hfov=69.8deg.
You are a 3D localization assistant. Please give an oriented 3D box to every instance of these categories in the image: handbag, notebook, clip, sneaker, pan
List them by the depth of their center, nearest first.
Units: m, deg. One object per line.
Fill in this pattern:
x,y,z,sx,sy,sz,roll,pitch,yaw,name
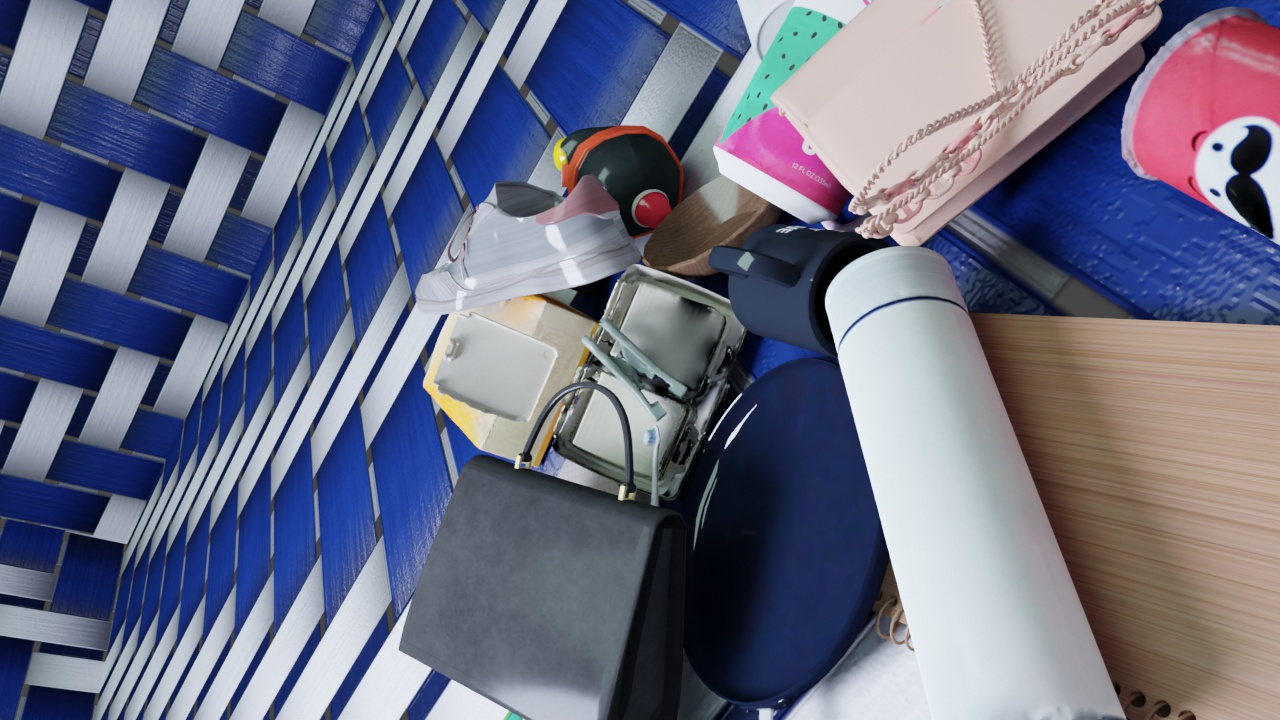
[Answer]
0.192,0.065,0.388,0.211,0.022,0.169,9,79,58,notebook
0.146,-0.158,0.409,0.199,0.187,0.116,-40,74,14,handbag
0.069,0.163,0.489,0.199,0.021,0.355,-38,38,52,pan
-0.051,0.110,0.572,0.176,0.072,0.195,10,89,38,handbag
-0.005,0.005,0.602,0.047,0.076,0.023,-45,-4,-4,clip
-0.104,-0.096,0.733,0.237,0.099,0.089,-7,102,39,sneaker

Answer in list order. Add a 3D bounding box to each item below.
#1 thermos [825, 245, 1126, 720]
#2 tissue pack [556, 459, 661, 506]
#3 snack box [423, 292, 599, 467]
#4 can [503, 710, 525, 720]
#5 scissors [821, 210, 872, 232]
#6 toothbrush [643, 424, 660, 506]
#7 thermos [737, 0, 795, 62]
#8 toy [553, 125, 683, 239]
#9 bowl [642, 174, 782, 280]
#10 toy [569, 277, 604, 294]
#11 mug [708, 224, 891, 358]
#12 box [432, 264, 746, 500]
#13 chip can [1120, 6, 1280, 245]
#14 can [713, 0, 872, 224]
0.134,0.051,0.401,0.068,0.068,0.229,-42,40,37,thermos
-0.059,0.154,0.683,0.181,0.071,0.104,-61,31,6,tissue pack
-0.135,-0.007,0.875,0.195,0.080,0.145,30,97,58,snack box
-0.027,0.258,0.551,0.144,0.083,0.083,9,80,58,can
0.130,-0.142,0.615,0.173,0.014,0.158,-4,69,56,scissors
0.009,0.135,0.590,0.022,0.024,0.185,163,110,-75,toothbrush
0.102,-0.317,0.688,0.100,0.099,0.220,-39,46,39,thermos
-0.012,-0.143,0.749,0.119,0.099,0.097,-120,12,-66,toy
0.057,-0.094,0.657,0.118,0.030,0.117,-31,27,17,bowl
-0.077,-0.095,0.824,0.063,0.100,0.076,-46,36,22,toy
0.089,-0.046,0.533,0.077,0.105,0.071,22,96,59,mug
-0.035,0.000,0.666,0.101,0.194,0.143,78,-143,-83,box
0.267,-0.045,0.293,0.073,0.073,0.232,-56,34,21,chip can
0.118,-0.170,0.550,0.166,0.088,0.088,-60,32,13,can
